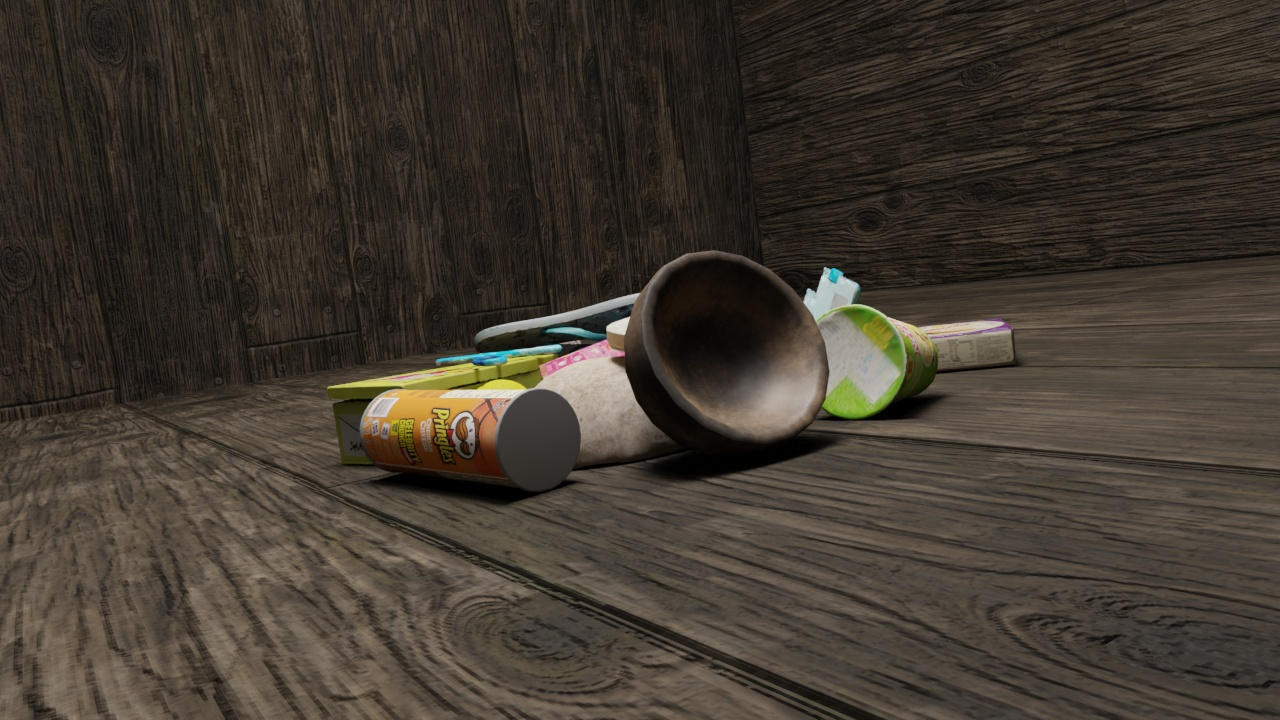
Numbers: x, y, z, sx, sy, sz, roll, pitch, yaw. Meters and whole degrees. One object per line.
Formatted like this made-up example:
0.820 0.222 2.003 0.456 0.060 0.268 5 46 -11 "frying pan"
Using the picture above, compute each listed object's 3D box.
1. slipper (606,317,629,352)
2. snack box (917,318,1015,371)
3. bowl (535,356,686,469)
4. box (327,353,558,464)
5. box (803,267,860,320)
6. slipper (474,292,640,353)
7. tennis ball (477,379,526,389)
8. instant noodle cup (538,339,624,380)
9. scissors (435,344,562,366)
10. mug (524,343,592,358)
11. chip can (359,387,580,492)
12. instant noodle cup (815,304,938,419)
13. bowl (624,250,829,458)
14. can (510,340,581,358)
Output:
0.051 -0.019 0.878 0.114 0.054 0.272 15 10 24 "slipper"
0.347 -0.016 1.055 0.143 0.040 0.147 -6 5 17 "snack box"
-0.034 0.038 0.808 0.178 0.081 0.178 -9 6 1 "bowl"
-0.194 0.045 0.958 0.125 0.083 0.220 -3 8 39 "box"
0.178 -0.023 1.030 0.169 0.086 0.227 -39 10 8 "box"
-0.073 -0.030 1.161 0.268 0.054 0.098 -12 -16 -4 "slipper"
-0.132 0.051 0.875 0.065 0.065 0.065 -8 5 1 "tennis ball"
-0.045 0.024 0.952 0.108 0.098 0.098 -16 6 -6 "instant noodle cup"
-0.147 -0.004 0.961 0.134 0.011 0.139 -5 6 -8 "scissors"
-0.077 0.020 1.104 0.113 0.078 0.088 -1 -1 -41 "mug"
-0.144 0.060 0.739 0.075 0.075 0.215 -12 7 -42 "chip can"
0.213 0.000 0.823 0.099 0.099 0.107 -3 -1 40 "instant noodle cup"
0.059 0.001 0.710 0.162 0.162 0.070 -11 -19 -30 "bowl"
-0.140 0.005 1.205 0.130 0.044 0.129 1 33 -1 "can"
